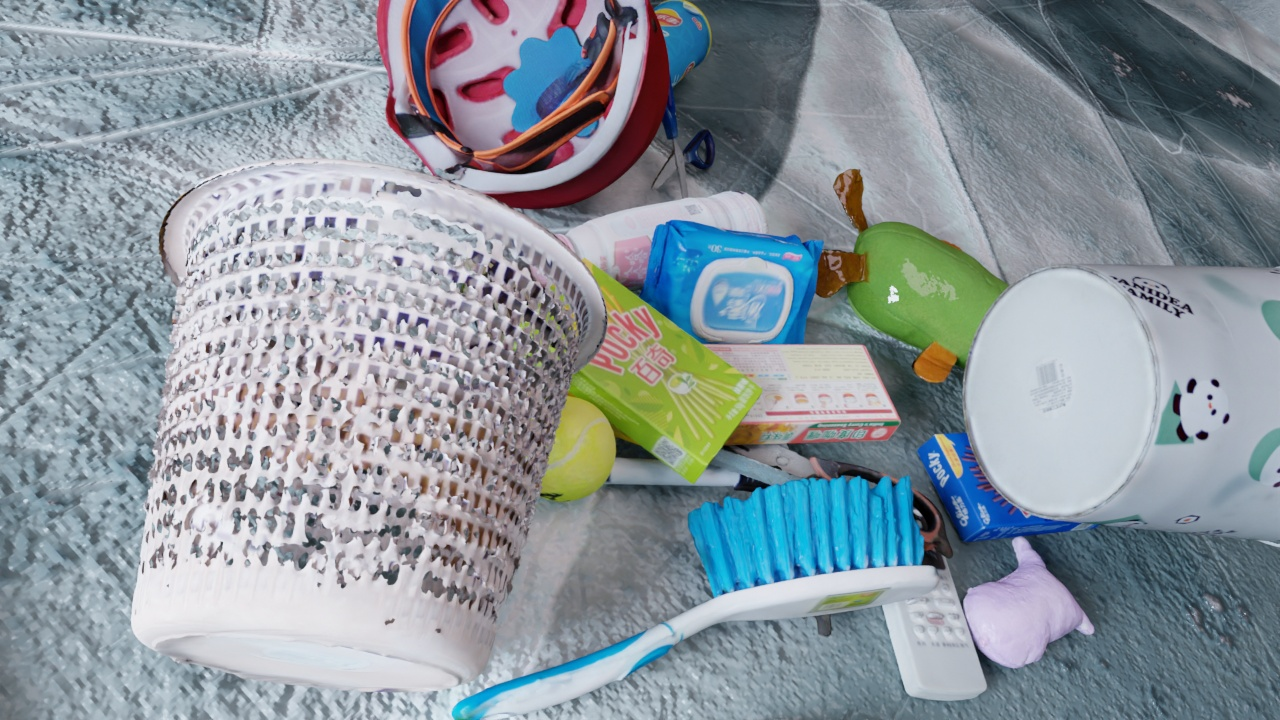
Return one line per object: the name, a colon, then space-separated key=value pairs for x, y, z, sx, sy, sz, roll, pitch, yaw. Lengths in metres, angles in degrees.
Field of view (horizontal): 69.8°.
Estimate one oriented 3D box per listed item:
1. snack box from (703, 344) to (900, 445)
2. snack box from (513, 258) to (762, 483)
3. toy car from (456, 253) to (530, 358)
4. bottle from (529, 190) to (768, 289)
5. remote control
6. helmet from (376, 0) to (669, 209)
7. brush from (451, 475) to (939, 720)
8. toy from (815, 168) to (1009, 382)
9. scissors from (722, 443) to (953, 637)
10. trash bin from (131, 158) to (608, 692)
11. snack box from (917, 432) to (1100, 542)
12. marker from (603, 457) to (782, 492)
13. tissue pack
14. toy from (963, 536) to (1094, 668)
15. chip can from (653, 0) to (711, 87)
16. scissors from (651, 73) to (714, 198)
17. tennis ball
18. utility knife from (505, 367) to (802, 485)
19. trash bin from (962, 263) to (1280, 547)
snack box: x=0.105 y=0.023 z=0.672 sx=0.155 sy=0.027 sz=0.077 roll=0 pitch=48 yaw=-18
snack box: x=-0.004 y=0.004 z=0.606 sx=0.156 sy=0.026 sz=0.085 roll=37 pitch=48 yaw=8
toy car: x=-0.097 y=-0.041 z=0.643 sx=0.042 sy=0.035 sz=0.090 roll=-8 pitch=56 yaw=-34
bottle: x=0.008 y=-0.090 z=0.719 sx=0.196 sy=0.068 sz=0.068 roll=-13 pitch=61 yaw=-32
remote control: x=0.194 y=0.159 z=0.640 sx=0.058 sy=0.021 sz=0.149 roll=9 pitch=50 yaw=-21
helmet: x=-0.080 y=-0.221 z=0.703 sx=0.240 sy=0.207 sz=0.143 roll=56 pitch=15 yaw=19
brush: x=0.043 y=0.135 z=0.541 sx=0.314 sy=0.061 sz=0.109 roll=-2 pitch=57 yaw=-18
toy: x=0.255 y=-0.056 z=0.807 sx=0.246 sy=0.090 sz=0.226 roll=32 pitch=46 yaw=-5
scissors: x=0.117 y=0.087 z=0.648 sx=0.188 sy=0.015 sz=0.225 roll=-1 pitch=53 yaw=-16
trash bin: x=-0.135 y=0.048 z=0.441 sx=0.227 sy=0.228 sz=0.191 roll=14 pitch=61 yaw=-18
snack box: x=0.307 y=0.099 z=0.746 sx=0.157 sy=0.026 sz=0.084 roll=1 pitch=53 yaw=-28
marker: x=0.032 y=0.077 z=0.611 sx=0.130 sy=0.018 sz=0.022 roll=3 pitch=56 yaw=-14
tissue pack: x=0.071 y=-0.052 z=0.696 sx=0.157 sy=0.095 sz=0.052 roll=3 pitch=21 yaw=-26
toy: x=0.271 y=0.176 z=0.654 sx=0.107 sy=0.039 sz=0.084 roll=-17 pitch=63 yaw=-34
chip can: x=-0.003 y=-0.270 z=0.857 sx=0.071 sy=0.071 sz=0.209 roll=34 pitch=45 yaw=1
scissors: x=0.035 y=-0.188 z=0.811 sx=0.162 sy=0.012 sz=0.176 roll=-20 pitch=96 yaw=-63
tennis ball: x=-0.047 y=0.054 z=0.567 sx=0.065 sy=0.066 sz=0.065 roll=15 pitch=48 yaw=-17
utility knife: x=0.009 y=0.045 z=0.613 sx=0.219 sy=0.015 sz=0.033 roll=20 pitch=38 yaw=2
trash bin: x=0.406 y=0.030 z=0.693 sx=0.251 sy=0.230 sz=0.229 roll=3 pitch=52 yaw=-20
